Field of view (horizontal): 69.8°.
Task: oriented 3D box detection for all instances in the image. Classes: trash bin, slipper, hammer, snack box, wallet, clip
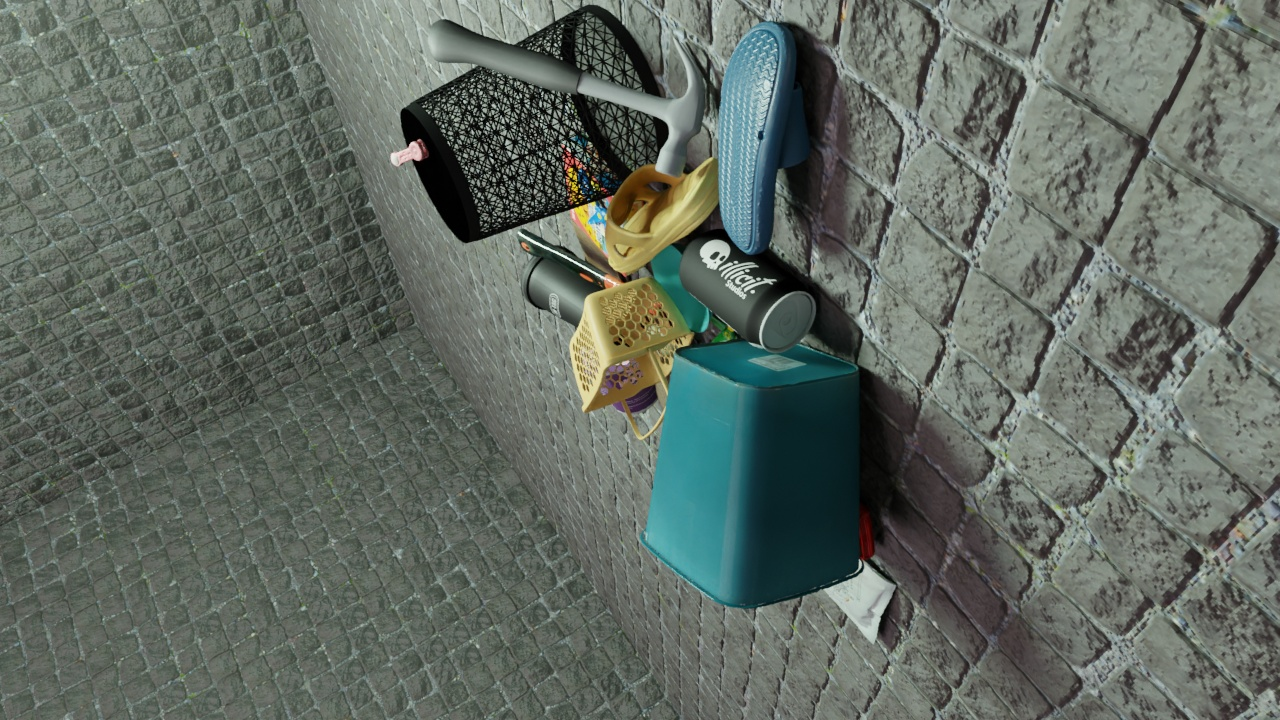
[{"bbox_3d":[0.122,0.102,0.952,0.199,0.196,0.219,26,119,53],"label":"trash bin"},{"bbox_3d":[0.012,-0.173,1.029,0.078,0.099,0.264,36,163,-15],"label":"slipper"},{"bbox_3d":[-0.079,-0.293,0.936,0.311,0.029,0.125,22,105,13],"label":"hammer"},{"bbox_3d":[-0.048,-0.210,1.247,0.145,0.040,0.143,50,159,30],"label":"snack box"},{"bbox_3d":[0.109,-0.196,0.820,0.103,0.059,0.214,-123,28,-45],"label":"slipper"},{"bbox_3d":[-0.058,-0.161,1.378,0.121,0.027,0.099,42,159,42],"label":"wallet"},{"bbox_3d":[-0.128,-0.260,1.061,0.217,0.242,0.217,52,160,27],"label":"trash bin"},{"bbox_3d":[-0.246,-0.227,1.002,0.059,0.049,0.023,-15,111,29],"label":"clip"},{"bbox_3d":[-0.056,-0.114,1.283,0.333,0.033,0.133,29,153,34],"label":"hammer"}]

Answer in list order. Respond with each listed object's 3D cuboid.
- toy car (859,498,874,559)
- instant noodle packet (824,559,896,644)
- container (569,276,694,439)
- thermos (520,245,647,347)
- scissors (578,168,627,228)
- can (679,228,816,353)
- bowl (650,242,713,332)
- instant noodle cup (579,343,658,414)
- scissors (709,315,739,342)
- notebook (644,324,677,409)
[{"bbox_3d":[0.197,0.170,1.095,0.189,0.056,0.082,25,140,46],"label":"toy car"},{"bbox_3d":[0.213,0.240,1.196,0.269,0.057,0.147,44,153,34],"label":"instant noodle packet"},{"bbox_3d":[-0.007,0.007,1.158,0.167,0.129,0.184,66,161,15],"label":"container"},{"bbox_3d":[-0.085,-0.090,1.396,0.219,0.105,0.106,36,150,39],"label":"thermos"},{"bbox_3d":[-0.048,-0.192,1.193,0.125,0.013,0.130,66,163,-16],"label":"scissors"},{"bbox_3d":[0.109,-0.075,0.959,0.146,0.080,0.080,44,156,42],"label":"can"},{"bbox_3d":[0.064,-0.098,1.100,0.121,0.046,0.121,52,160,27],"label":"bowl"},{"bbox_3d":[-0.023,0.010,1.429,0.122,0.122,0.136,65,-151,-43],"label":"instant noodle cup"},{"bbox_3d":[0.108,-0.039,1.124,0.130,0.012,0.117,43,154,40],"label":"scissors"},{"bbox_3d":[0.061,0.074,1.307,0.215,0.034,0.190,-116,11,-46],"label":"notebook"}]
